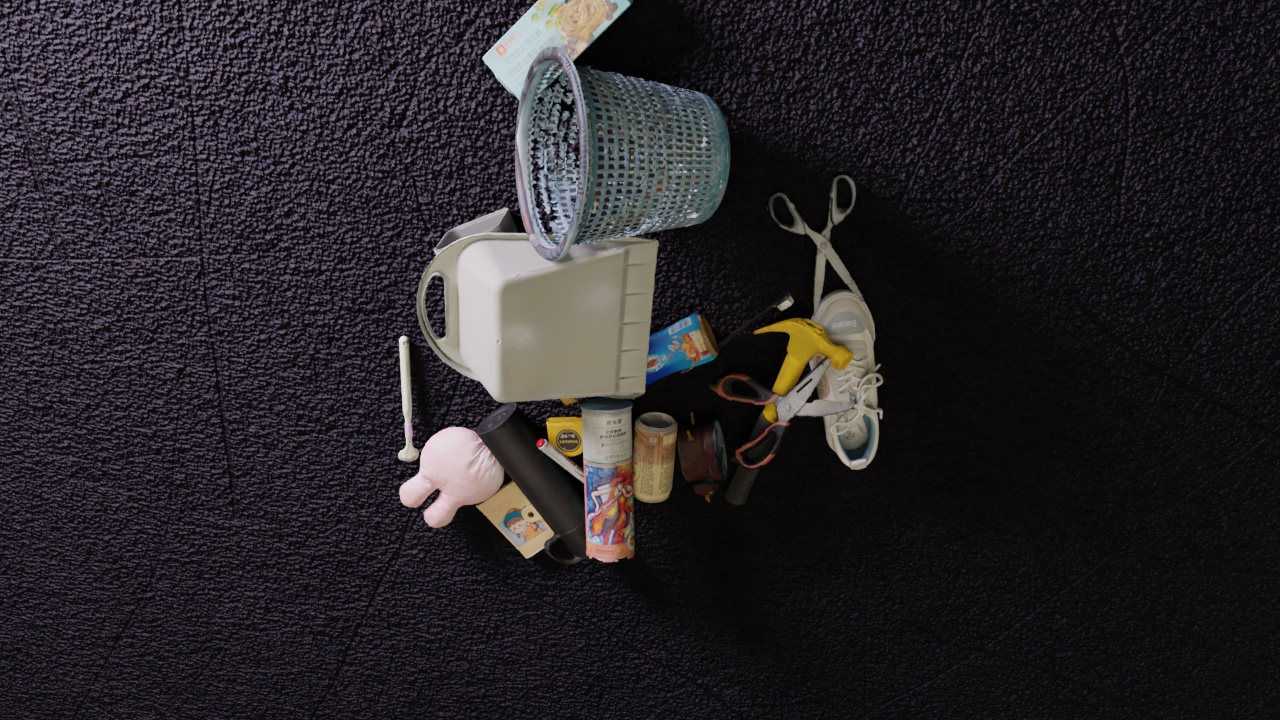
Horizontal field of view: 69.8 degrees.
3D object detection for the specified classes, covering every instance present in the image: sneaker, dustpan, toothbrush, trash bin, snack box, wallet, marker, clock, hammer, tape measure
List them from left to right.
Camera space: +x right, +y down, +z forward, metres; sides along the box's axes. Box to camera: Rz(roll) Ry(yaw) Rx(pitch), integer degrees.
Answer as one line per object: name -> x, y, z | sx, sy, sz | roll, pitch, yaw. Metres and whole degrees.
toothbrush -> -0.328, 0.055, 1.284 | 0.029, 0.020, 0.190 | -8, 116, -26
wallet -> -0.173, 0.231, 1.348 | 0.087, 0.024, 0.115 | -33, 106, 22
dustpan -> -0.132, -0.060, 1.137 | 0.257, 0.142, 0.223 | -11, 123, -26
snack box -> -0.095, -0.381, 1.057 | 0.175, 0.051, 0.074 | -39, 106, 18
tape measure -> -0.099, 0.104, 1.282 | 0.060, 0.028, 0.057 | -2, 113, 5
marker -> -0.093, 0.153, 1.286 | 0.017, 0.017, 0.145 | -35, 125, 17
trash bin -> -0.016, -0.226, 1.031 | 0.194, 0.226, 0.227 | -4, 116, -24
clock -> 0.087, 0.136, 1.254 | 0.055, 0.081, 0.122 | -9, 112, 12
toothbrush -> 0.126, -0.033, 1.214 | 0.181, 0.015, 0.018 | -35, 116, 17
hammer -> 0.174, 0.074, 1.225 | 0.129, 0.032, 0.301 | 38, 127, 29
sneaker -> 0.268, 0.031, 1.191 | 0.089, 0.090, 0.242 | -8, 112, 6

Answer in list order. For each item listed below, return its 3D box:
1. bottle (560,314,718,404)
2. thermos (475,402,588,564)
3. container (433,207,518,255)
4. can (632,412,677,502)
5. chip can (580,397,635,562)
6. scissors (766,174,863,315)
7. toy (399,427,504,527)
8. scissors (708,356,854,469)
bottle -> -0.007, 0.007, 1.213 | 0.219, 0.065, 0.065 | -23, 110, 13
thermos -> -0.141, 0.180, 1.288 | 0.069, 0.089, 0.242 | -8, 121, 54
container -> -0.189, -0.116, 1.161 | 0.090, 0.090, 0.114 | -19, 114, 12
can -> 0.018, 0.134, 1.271 | 0.058, 0.058, 0.116 | 5, 114, 2
chip can -> -0.044, 0.163, 1.255 | 0.071, 0.071, 0.215 | 0, 102, 4
scissors -> 0.224, -0.148, 1.139 | 0.159, 0.014, 0.181 | 23, 102, 4
toy -> -0.270, 0.166, 1.307 | 0.160, 0.054, 0.121 | -42, 103, 16
scissors -> 0.175, 0.066, 1.187 | 0.227, 0.015, 0.189 | 20, 117, 38
